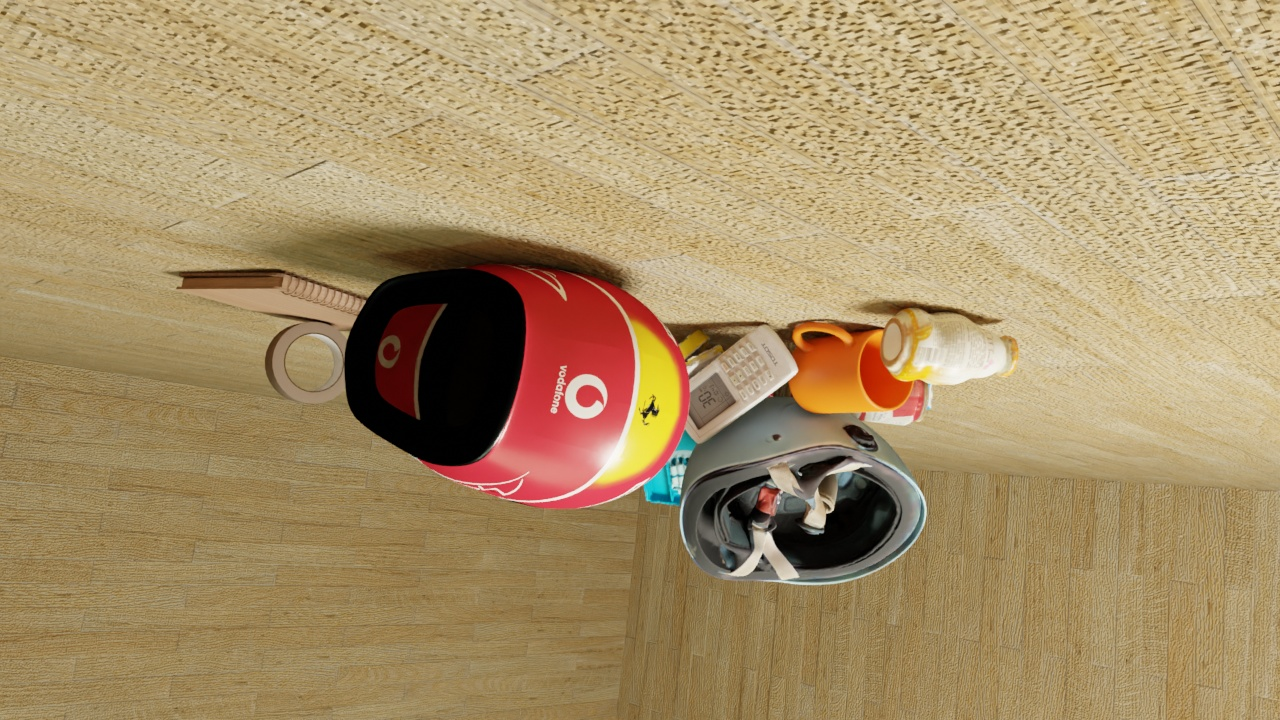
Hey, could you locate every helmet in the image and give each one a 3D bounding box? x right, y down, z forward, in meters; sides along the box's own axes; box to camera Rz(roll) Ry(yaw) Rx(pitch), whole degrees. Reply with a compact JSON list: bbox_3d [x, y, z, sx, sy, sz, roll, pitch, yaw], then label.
[{"bbox_3d":[-0.083,0.022,0.779,0.271,0.197,0.224,10,176,42],"label":"helmet"},{"bbox_3d":[0.174,0.135,1.005,0.265,0.166,0.226,15,130,-10],"label":"helmet"}]

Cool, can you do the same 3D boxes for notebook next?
[{"bbox_3d":[-0.365,-0.061,1.011,0.169,0.022,0.210,2,171,29],"label":"notebook"}]

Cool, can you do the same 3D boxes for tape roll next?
[{"bbox_3d":[-0.381,0.003,1.058,0.093,0.093,0.030,12,171,-37],"label":"tape roll"}]

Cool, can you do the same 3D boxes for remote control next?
[{"bbox_3d":[0.092,0.025,0.920,0.139,0.060,0.025,-40,163,26],"label":"remote control"}]

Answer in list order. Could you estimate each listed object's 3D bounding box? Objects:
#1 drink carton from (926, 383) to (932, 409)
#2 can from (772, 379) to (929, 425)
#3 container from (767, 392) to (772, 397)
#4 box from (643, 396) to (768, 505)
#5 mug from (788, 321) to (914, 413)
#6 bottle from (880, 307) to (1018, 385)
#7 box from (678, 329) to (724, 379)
[{"bbox_3d":[0.296,0.038,1.143,0.129,0.038,0.044,3,171,24],"label":"drink carton"},{"bbox_3d":[0.242,0.035,1.065,0.170,0.067,0.067,6,172,-1],"label":"can"},{"bbox_3d":[0.171,0.106,1.291,0.183,0.183,0.226,8,179,-13],"label":"container"},{"bbox_3d":[0.078,0.088,1.120,0.182,0.227,0.039,3,-148,20],"label":"box"},{"bbox_3d":[0.193,0.002,0.891,0.112,0.077,0.096,41,156,-23],"label":"mug"},{"bbox_3d":[0.261,-0.009,0.775,0.108,0.063,0.063,7,172,-11],"label":"bottle"},{"bbox_3d":[0.033,0.047,1.021,0.044,0.065,0.210,44,145,12],"label":"box"}]
